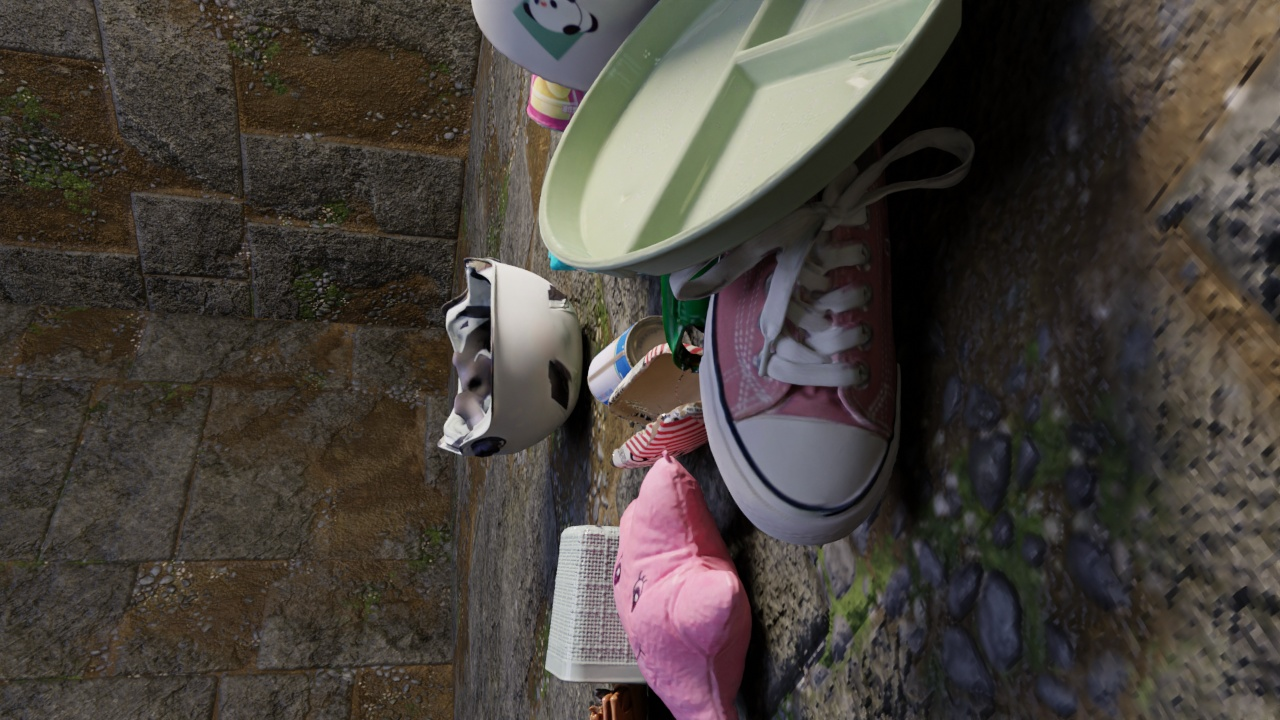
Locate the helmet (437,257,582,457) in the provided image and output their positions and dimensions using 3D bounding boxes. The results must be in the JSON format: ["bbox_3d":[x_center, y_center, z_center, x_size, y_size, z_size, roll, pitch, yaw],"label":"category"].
[{"bbox_3d":[-0.140,0.002,1.057,0.259,0.145,0.228,141,130,-59],"label":"helmet"}]

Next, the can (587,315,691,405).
[{"bbox_3d":[-0.004,0.004,0.741,0.135,0.053,0.053,146,126,-71],"label":"can"}]

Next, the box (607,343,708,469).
[{"bbox_3d":[0.021,0.025,0.630,0.164,0.075,0.082,127,131,-66],"label":"box"}]

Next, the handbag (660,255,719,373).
[{"bbox_3d":[0.039,-0.067,0.534,0.131,0.068,0.120,-93,8,-69],"label":"handbag"}]

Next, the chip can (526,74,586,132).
[{"bbox_3d":[-0.041,-0.286,0.708,0.071,0.071,0.211,-108,25,-52],"label":"chip can"}]

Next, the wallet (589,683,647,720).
[{"bbox_3d":[-0.015,0.294,0.684,0.132,0.031,0.107,54,-145,-75],"label":"wallet"}]

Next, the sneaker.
[{"bbox_3d":[0.073,-0.044,0.394,0.088,0.118,0.240,71,-157,-76],"label":"sneaker"}]

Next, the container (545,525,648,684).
[{"bbox_3d":[-0.020,0.185,0.705,0.090,0.090,0.111,144,130,-70],"label":"container"}]

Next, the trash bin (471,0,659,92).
[{"bbox_3d":[0.000,-0.303,0.504,0.253,0.229,0.229,104,161,-51],"label":"trash bin"}]

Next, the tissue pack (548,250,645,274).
[{"bbox_3d":[-0.019,-0.097,0.739,0.133,0.093,0.050,174,97,-75],"label":"tissue pack"}]

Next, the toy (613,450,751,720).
[{"bbox_3d":[0.021,0.138,0.581,0.194,0.074,0.178,-144,50,-70],"label":"toy"}]

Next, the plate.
[{"bbox_3d":[0.044,-0.126,0.393,0.231,0.027,0.229,-34,34,26],"label":"plate"}]
